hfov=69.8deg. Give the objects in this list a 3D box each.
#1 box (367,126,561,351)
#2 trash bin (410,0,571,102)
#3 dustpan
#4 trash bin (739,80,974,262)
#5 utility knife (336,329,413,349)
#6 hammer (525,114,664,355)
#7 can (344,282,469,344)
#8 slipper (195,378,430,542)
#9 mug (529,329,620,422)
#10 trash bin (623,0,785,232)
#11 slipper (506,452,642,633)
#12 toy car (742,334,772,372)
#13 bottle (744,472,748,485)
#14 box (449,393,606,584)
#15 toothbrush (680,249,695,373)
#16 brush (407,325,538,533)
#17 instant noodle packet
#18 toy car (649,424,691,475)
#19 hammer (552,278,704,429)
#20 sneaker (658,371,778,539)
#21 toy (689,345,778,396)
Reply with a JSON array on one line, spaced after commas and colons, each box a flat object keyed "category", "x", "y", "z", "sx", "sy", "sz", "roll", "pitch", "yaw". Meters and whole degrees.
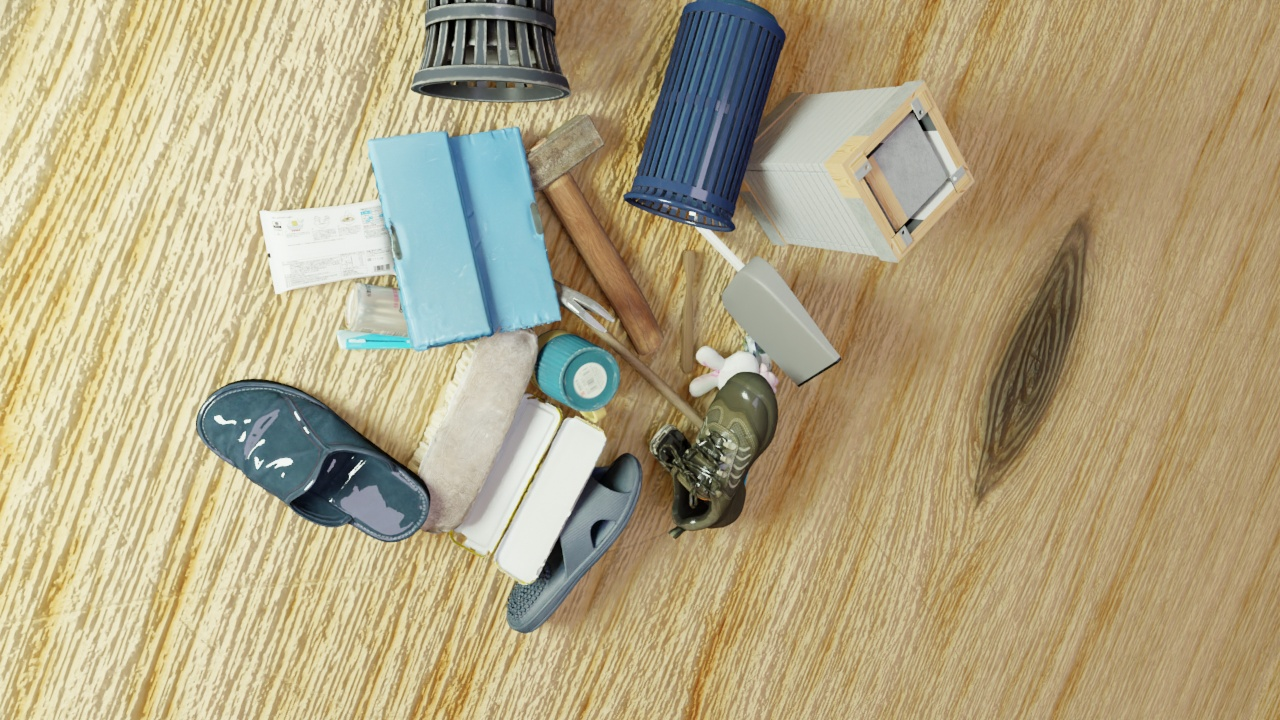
[{"category": "box", "x": -0.189, "y": -0.139, "z": 1.005, "sx": 0.174, "sy": 0.033, "sz": 0.231, "roll": -14, "pitch": 90, "yaw": -20}, {"category": "trash bin", "x": -0.154, "y": -0.393, "z": 0.942, "sx": 0.164, "sy": 0.164, "sz": 0.227, "roll": -4, "pitch": 100, "yaw": -27}, {"category": "dustpan", "x": 0.147, "y": -0.083, "z": 1.176, "sx": 0.033, "sy": 0.163, "sz": 0.257, "roll": -43, "pitch": 86, "yaw": -13}, {"category": "trash bin", "x": 0.247, "y": -0.234, "z": 1.134, "sx": 0.142, "sy": 0.247, "sz": 0.142, "roll": -45, "pitch": 118, "yaw": -12}, {"category": "utility knife", "x": -0.284, "y": -0.024, "z": 1.039, "sx": 0.116, "sy": 0.015, "sz": 0.022, "roll": -1, "pitch": 101, "yaw": -30}, {"category": "hammer", "x": -0.057, "y": -0.128, "z": 1.120, "sx": 0.157, "sy": 0.037, "sz": 0.301, "roll": -39, "pitch": 116, "yaw": -15}, {"category": "can", "x": -0.256, "y": -0.052, "z": 1.024, "sx": 0.135, "sy": 0.054, "sz": 0.054, "roll": 6, "pitch": 98, "yaw": -28}, {"category": "slipper", "x": -0.344, "y": 0.113, "z": 0.977, "sx": 0.265, "sy": 0.083, "sz": 0.109, "roll": 35, "pitch": 89, "yaw": -15}, {"category": "mug", "x": -0.075, "y": 0.024, "z": 1.107, "sx": 0.083, "sy": 0.107, "sz": 0.114, "roll": -34, "pitch": 115, "yaw": -19}, {"category": "trash bin", "x": 0.081, "y": -0.294, "z": 1.098, "sx": 0.139, "sy": 0.139, "sz": 0.249, "roll": 15, "pitch": 93, "yaw": -30}, {"category": "slipper", "x": -0.097, "y": 0.218, "z": 1.145, "sx": 0.082, "sy": 0.101, "sz": 0.263, "roll": 39, "pitch": 86, "yaw": -30}, {"category": "toy car", "x": 0.165, "y": 0.003, "z": 1.273, "sx": 0.038, "sy": 0.027, "sz": 0.090, "roll": -14, "pitch": 108, "yaw": -27}, {"category": "bottle", "x": 0.127, "y": 0.129, "z": 1.268, "sx": 0.051, "sy": 0.051, "sz": 0.146, "roll": -7, "pitch": 105, "yaw": -26}, {"category": "box", "x": -0.136, "y": 0.153, "z": 1.112, "sx": 0.129, "sy": 0.034, "sz": 0.209, "roll": 27, "pitch": 88, "yaw": 14}, {"category": "toothbrush", "x": 0.062, "y": -0.063, "z": 1.211, "sx": 0.016, "sy": 0.016, "sz": 0.167, "roll": -8, "pitch": 107, "yaw": -27}, {"category": "brush", "x": -0.201, "y": 0.072, "z": 1.080, "sx": 0.083, "sy": 0.057, "sz": 0.271, "roll": 23, "pitch": 91, "yaw": -30}, {"category": "instant noodle packet", "x": -0.329, "y": -0.125, "z": 0.985, "sx": 0.134, "sy": 0.026, "sz": 0.087, "roll": -12, "pitch": 107, "yaw": -25}, {"category": "toy car", "x": 0.047, "y": 0.126, "z": 1.235, "sx": 0.048, "sy": 0.040, "sz": 0.113, "roll": -48, "pitch": 136, "yaw": -11}, {"category": "hammer", "x": -0.007, "y": 0.007, "z": 1.154, "sx": 0.030, "sy": 0.119, "sz": 0.331, "roll": -52, "pitch": 127, "yaw": -10}, {"category": "sneaker", "x": 0.081, "y": 0.126, "z": 1.163, "sx": 0.142, "sy": 0.101, "sz": 0.238, "roll": -16, "pitch": 129, "yaw": -45}, {"category": "toy", "x": 0.128, "y": 0.020, "z": 1.243, "sx": 0.125, "sy": 0.037, "sz": 0.076, "roll": 8, "pitch": 114, "yaw": -17}]
